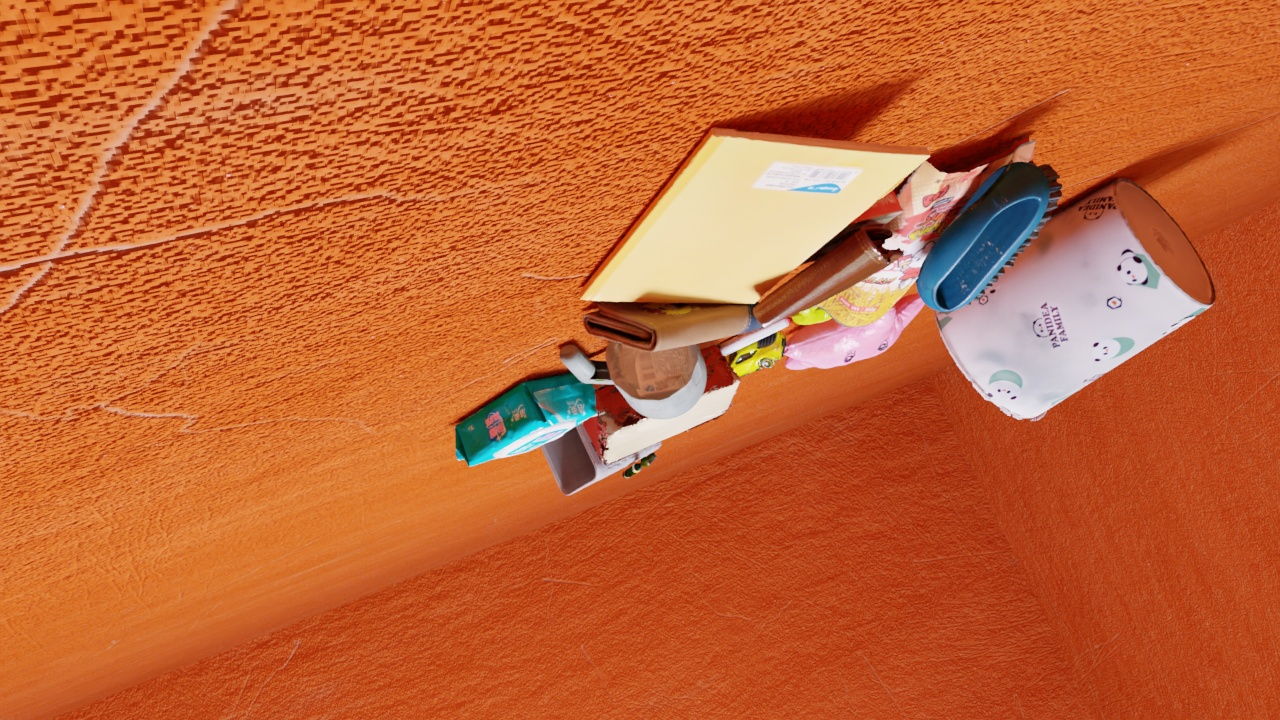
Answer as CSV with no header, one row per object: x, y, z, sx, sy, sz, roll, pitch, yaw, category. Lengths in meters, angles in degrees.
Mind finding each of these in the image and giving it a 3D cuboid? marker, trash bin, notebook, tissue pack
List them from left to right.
-0.113,0.059,0.895,0.134,0.050,0.093,-30,168,35,tissue pack
0.107,-0.018,1.064,0.145,0.017,0.017,-26,169,17,marker
0.062,-0.082,0.586,0.145,0.010,0.207,-1,160,-24,notebook
0.544,-0.081,1.156,0.229,0.229,0.253,-12,159,-45,trash bin

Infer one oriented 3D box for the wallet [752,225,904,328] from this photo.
0.144,-0.063,0.701,0.101,0.032,0.124,-33,174,24,wallet

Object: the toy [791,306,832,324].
0.222,-0.067,1.023,0.096,0.031,0.100,-12,165,-39,toy

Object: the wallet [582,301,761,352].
0.026,-0.033,0.708,0.115,0.033,0.090,-15,-158,-38,wallet

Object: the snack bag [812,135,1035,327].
0.234,-0.111,0.790,0.128,0.073,0.208,-17,160,-27,snack bag

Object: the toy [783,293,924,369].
0.259,-0.036,1.132,0.194,0.074,0.179,-19,168,-17,toy

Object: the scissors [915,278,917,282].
0.278,-0.095,0.876,0.227,0.015,0.188,-49,-171,27,scissors

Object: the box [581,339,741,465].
0.025,0.050,1.006,0.168,0.078,0.091,-22,153,-19,box

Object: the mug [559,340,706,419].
-0.005,0.005,0.813,0.124,0.083,0.103,1,170,6,mug

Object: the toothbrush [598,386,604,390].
-0.109,0.072,1.059,0.192,0.016,0.018,-31,177,33,toothbrush

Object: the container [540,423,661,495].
-0.047,0.096,1.116,0.114,0.090,0.090,-19,169,-39,container

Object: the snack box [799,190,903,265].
0.121,-0.094,0.699,0.152,0.025,0.075,-17,167,-30,snack box

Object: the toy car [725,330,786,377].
0.124,-0.007,1.087,0.105,0.032,0.048,-24,-149,33,toy car

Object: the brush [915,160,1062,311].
0.264,-0.094,0.720,0.073,0.055,0.144,-14,148,-36,brush

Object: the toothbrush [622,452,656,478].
-0.003,0.129,1.116,0.017,0.012,0.186,-37,176,-14,toothbrush
